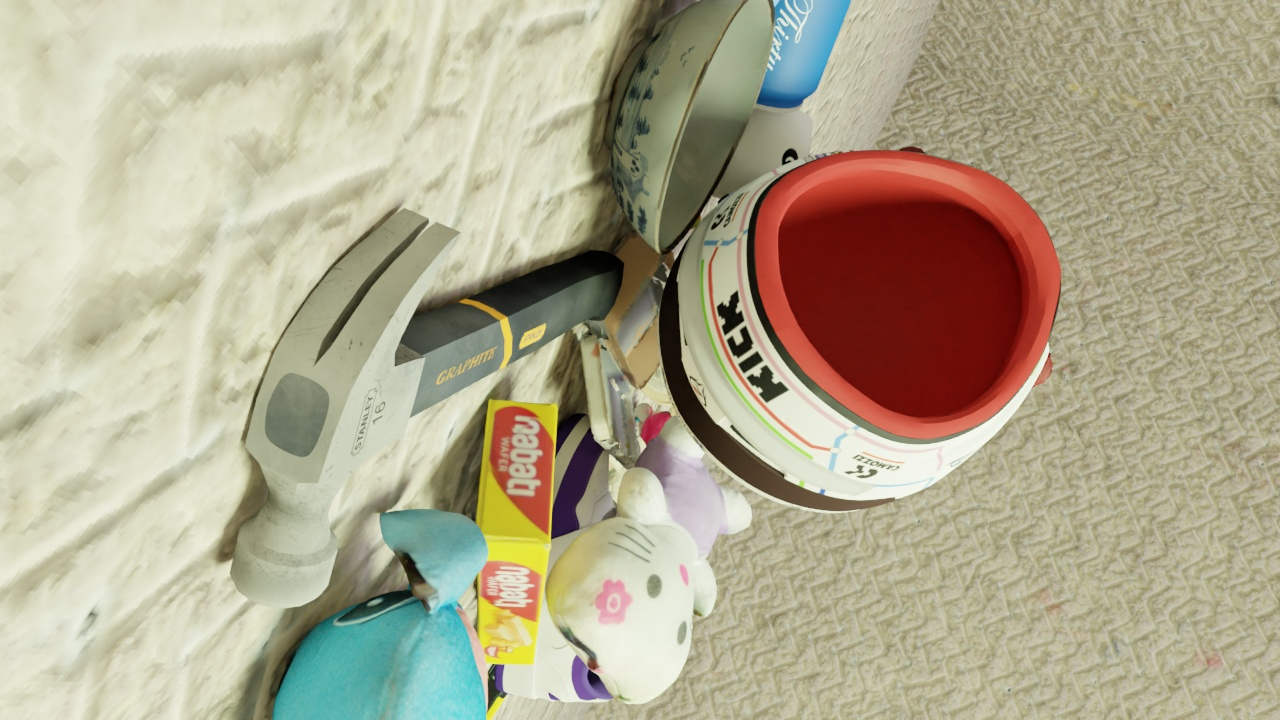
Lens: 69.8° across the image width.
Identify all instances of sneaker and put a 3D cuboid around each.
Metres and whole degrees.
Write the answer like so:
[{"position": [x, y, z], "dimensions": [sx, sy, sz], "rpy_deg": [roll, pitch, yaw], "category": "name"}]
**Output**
[{"position": [-0.041, 0.169, 0.736], "dimensions": [0.091, 0.111, 0.244], "rpy_deg": [-40, 143, -74], "category": "sneaker"}]

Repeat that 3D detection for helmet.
[{"position": [0.130, -0.014, 0.631], "dimensions": [0.313, 0.231, 0.237], "rpy_deg": [-22, 169, -34], "category": "helmet"}]

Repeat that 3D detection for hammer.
[{"position": [-0.071, -0.010, 0.446], "dimensions": [0.139, 0.035, 0.311], "rpy_deg": [-69, 169, 18], "category": "hammer"}]

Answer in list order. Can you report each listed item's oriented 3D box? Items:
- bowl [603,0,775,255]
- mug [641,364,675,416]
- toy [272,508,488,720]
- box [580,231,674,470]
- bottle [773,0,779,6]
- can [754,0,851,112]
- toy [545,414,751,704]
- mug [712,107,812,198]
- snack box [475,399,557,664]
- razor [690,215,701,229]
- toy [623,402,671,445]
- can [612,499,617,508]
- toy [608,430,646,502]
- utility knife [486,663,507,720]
[{"position": [0.018, -0.138, 0.511], "dimensions": [0.150, 0.057, 0.151], "rpy_deg": [-60, 169, -20], "category": "bowl"}, {"position": [0.048, 0.011, 0.910], "dimensions": [0.104, 0.085, 0.111], "rpy_deg": [-34, 121, -51], "category": "mug"}, {"position": [-0.127, 0.188, 0.457], "dimensions": [0.192, 0.099, 0.223], "rpy_deg": [100, 6, -71], "category": "toy"}, {"position": [-0.008, 0.003, 0.710], "dimensions": [0.216, 0.071, 0.156], "rpy_deg": [68, 27, -77], "category": "box"}, {"position": [0.050, -0.225, 0.484], "dimensions": [0.048, 0.048, 0.131], "rpy_deg": [-65, 170, 4], "category": "bottle"}, {"position": [0.098, -0.243, 0.592], "dimensions": [0.078, 0.079, 0.146], "rpy_deg": [-51, 163, -51], "category": "can"}, {"position": [0.004, 0.138, 0.666], "dimensions": [0.208, 0.086, 0.138], "rpy_deg": [-55, 129, -44], "category": "toy"}, {"position": [0.092, -0.158, 0.710], "dimensions": [0.123, 0.090, 0.076], "rpy_deg": [-4, 113, -57], "category": "mug"}, {"position": [-0.080, 0.115, 0.580], "dimensions": [0.201, 0.042, 0.092], "rpy_deg": [103, -10, -53], "category": "snack box"}, {"position": [0.028, -0.114, 0.719], "dimensions": [0.044, 0.021, 0.144], "rpy_deg": [-48, 172, 13], "category": "razor"}, {"position": [0.000, 0.072, 0.954], "dimensions": [0.102, 0.050, 0.065], "rpy_deg": [-3, -111, 62], "category": "toy"}, {"position": [-0.065, 0.179, 0.834], "dimensions": [0.066, 0.067, 0.125], "rpy_deg": [-43, 156, -63], "category": "can"}, {"position": [-0.021, 0.108, 0.896], "dimensions": [0.112, 0.050, 0.087], "rpy_deg": [104, 10, -55], "category": "toy"}, {"position": [-0.106, 0.253, 0.826], "dimensions": [0.234, 0.029, 0.020], "rpy_deg": [-59, 175, 21], "category": "utility knife"}]
